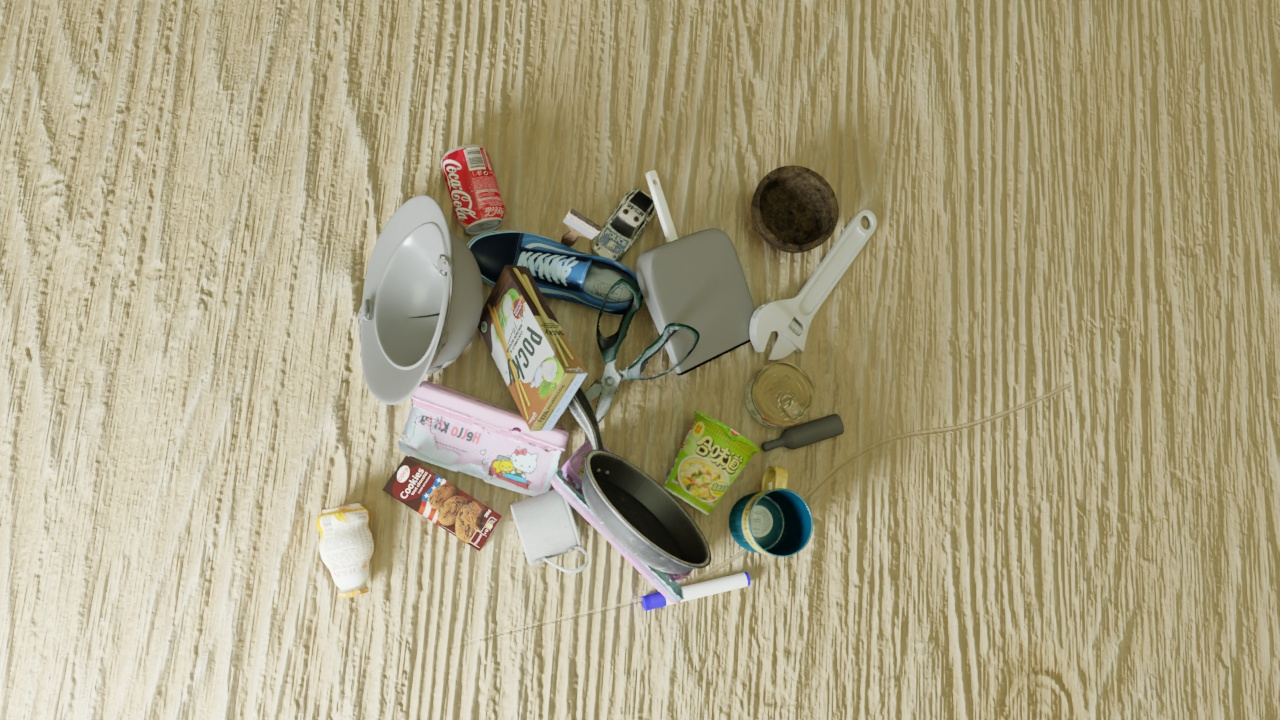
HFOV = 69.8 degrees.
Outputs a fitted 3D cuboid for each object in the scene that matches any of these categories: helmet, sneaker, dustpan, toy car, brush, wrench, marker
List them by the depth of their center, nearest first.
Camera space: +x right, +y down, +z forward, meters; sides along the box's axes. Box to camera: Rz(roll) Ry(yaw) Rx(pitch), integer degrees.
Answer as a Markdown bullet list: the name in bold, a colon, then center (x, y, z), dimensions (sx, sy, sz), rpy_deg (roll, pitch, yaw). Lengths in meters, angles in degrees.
- **helmet**: center (-0.250, -0.065, 1.138), dimensions (0.117, 0.184, 0.270), rpy_deg (20, 57, -45)
- **brush**: center (-0.085, -0.163, 1.174), dimensions (0.045, 0.143, 0.008), rpy_deg (31, 78, -12)
- **marker**: center (0.072, 0.298, 1.185), dimensions (0.141, 0.020, 0.020), rpy_deg (-10, 82, -11)
- **sneaker**: center (-0.108, -0.122, 1.186), dimensions (0.241, 0.098, 0.083), rpy_deg (16, 78, -6)
- **dustpan**: center (0.061, -0.127, 1.207), dimensions (0.162, 0.033, 0.257), rpy_deg (-25, 100, -36)
- **toy car**: center (-0.021, -0.183, 1.241), dimensions (0.048, 0.040, 0.112), rpy_deg (34, 77, -1)
- **wrench**: center (0.243, -0.113, 1.275), dimensions (0.086, 0.018, 0.272), rpy_deg (42, 74, -18)

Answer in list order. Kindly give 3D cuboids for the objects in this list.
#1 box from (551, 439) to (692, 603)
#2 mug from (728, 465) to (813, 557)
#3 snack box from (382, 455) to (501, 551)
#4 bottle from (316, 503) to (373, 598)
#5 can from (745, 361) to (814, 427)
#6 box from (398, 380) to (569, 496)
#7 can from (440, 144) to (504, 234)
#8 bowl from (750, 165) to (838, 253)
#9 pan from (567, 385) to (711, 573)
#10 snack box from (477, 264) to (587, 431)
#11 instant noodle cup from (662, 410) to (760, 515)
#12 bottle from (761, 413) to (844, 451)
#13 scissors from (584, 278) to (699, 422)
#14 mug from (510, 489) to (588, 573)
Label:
- **box**: center (-0.018, 0.199, 1.135), dimensions (0.214, 0.149, 0.049), rpy_deg (44, 110, 0)
- **mug**: center (0.167, 0.192, 1.174), dimensions (0.083, 0.107, 0.113), rpy_deg (10, 79, -6)
- **snack box**: center (-0.246, 0.179, 1.145), dimensions (0.141, 0.032, 0.051), rpy_deg (33, 77, -3)
- **bottle**: center (-0.352, 0.229, 1.103), dimensions (0.063, 0.063, 0.108), rpy_deg (-9, 82, -11)
- **can**: center (0.187, 0.047, 1.234), dimensions (0.086, 0.043, 0.086), rpy_deg (2, 80, -9)
- **box**: center (-0.198, 0.103, 1.146), dimensions (0.202, 0.087, 0.102), rpy_deg (19, 90, -6)
- **can**: center (-0.218, -0.223, 1.202), dimensions (0.064, 0.064, 0.104), rpy_deg (-16, 83, -12)
- **bowl**: center (0.207, -0.203, 1.274), dimensions (0.121, 0.056, 0.121), rpy_deg (2, 80, -9)
- **pan**: center (-0.040, 0.119, 1.107), dimensions (0.055, 0.187, 0.357), rpy_deg (-49, 56, 12)
- **snack box**: center (-0.137, -0.017, 1.123), dimensions (0.031, 0.101, 0.186), rpy_deg (0, 46, -40)
- **instant noodle cup**: center (0.085, 0.135, 1.182), dimensions (0.099, 0.099, 0.108), rpy_deg (32, 86, -3)
- **bottle**: center (0.217, 0.101, 1.236), dimensions (0.113, 0.030, 0.030), rpy_deg (-16, 83, -12)
- **scissors**: center (-0.005, 0.012, 1.170), dimensions (0.147, 0.015, 0.210), rpy_deg (21, 110, 5)
- **mug**: center (-0.111, 0.216, 1.128), dimensions (0.070, 0.084, 0.113), rpy_deg (-18, 56, -10)
